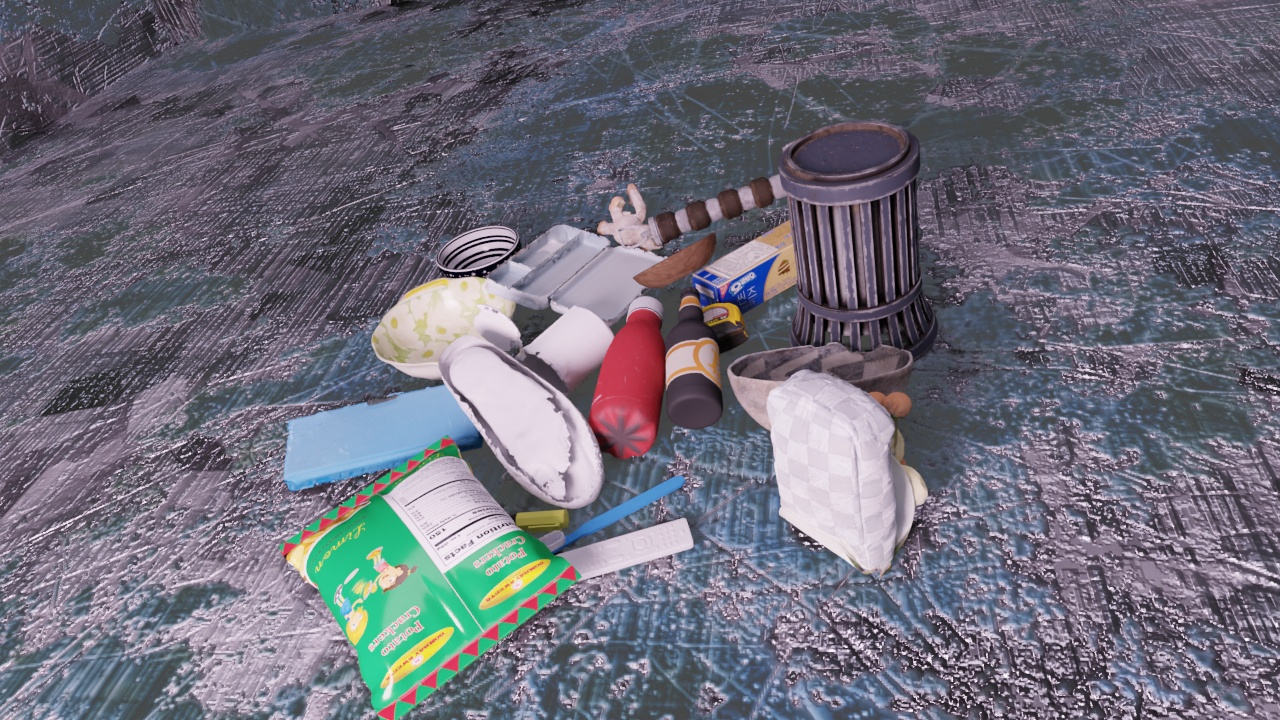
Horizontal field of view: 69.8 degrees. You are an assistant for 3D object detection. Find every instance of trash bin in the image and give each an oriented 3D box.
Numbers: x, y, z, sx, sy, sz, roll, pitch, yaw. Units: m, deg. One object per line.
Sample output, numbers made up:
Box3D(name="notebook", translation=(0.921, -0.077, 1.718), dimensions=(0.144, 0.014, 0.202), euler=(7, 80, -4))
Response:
Box3D(name="trash bin", translation=(0.230, -0.124, 0.982), dimensions=(0.164, 0.228, 0.164), euler=(-10, 36, 7))

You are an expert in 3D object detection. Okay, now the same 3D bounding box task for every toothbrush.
Box3D(name="toothbrush", translation=(-0.030, 0.150, 0.894), dimensions=(0.166, 0.014, 0.016), euler=(-26, 37, -15))

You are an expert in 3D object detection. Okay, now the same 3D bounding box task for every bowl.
Box3D(name="bowl", translation=(-0.220, -0.132, 1.296), dimensions=(0.120, 0.066, 0.120), euler=(-10, 36, 7))
Box3D(name="bowl", translation=(0.176, 0.037, 0.897), dimensions=(0.178, 0.081, 0.178), euler=(-6, 9, 1))
Box3D(name="bowl", translation=(0.048, -0.118, 1.141), dimensions=(0.118, 0.030, 0.118), euler=(-29, 4, 2))
Box3D(name="bowl", translation=(-0.243, -0.032, 1.176), dimensions=(0.188, 0.060, 0.219), euler=(-25, 38, -14))

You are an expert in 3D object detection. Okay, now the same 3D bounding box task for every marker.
Box3D(name="marker", translation=(-0.132, 0.162, 0.911), dimensions=(0.124, 0.017, 0.021), euler=(-6, 36, 14))

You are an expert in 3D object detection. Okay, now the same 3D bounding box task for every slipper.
Box3D(name="slipper", translation=(-0.125, 0.068, 0.969), dimensions=(0.247, 0.074, 0.112), euler=(41, 96, 33))

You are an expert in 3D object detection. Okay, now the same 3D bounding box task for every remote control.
Box3D(name="remote control", translation=(-0.016, 0.178, 0.851), dimensions=(0.131, 0.012, 0.033), euler=(-16, 38, -1))

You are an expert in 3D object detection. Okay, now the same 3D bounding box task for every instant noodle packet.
Box3D(name="instant noodle packet", translation=(-0.202, 0.185, 0.843), dimensions=(0.195, 0.090, 0.253), euler=(-35, 44, -20))

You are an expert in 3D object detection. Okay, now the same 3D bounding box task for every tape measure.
Box3D(name="tape measure", translation=(0.091, -0.036, 1.078), dimensions=(0.066, 0.037, 0.064), euler=(-25, 40, 9))

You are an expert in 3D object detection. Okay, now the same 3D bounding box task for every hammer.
Box3D(name="hammer", translation=(0.128, -0.212, 1.224), dimensions=(0.326, 0.079, 0.176), euler=(-19, 1, 9))

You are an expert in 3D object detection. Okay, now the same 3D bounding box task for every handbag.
Box3D(name="handbag", translation=(0.177, 0.081, 0.775), dimensions=(0.123, 0.172, 0.112), euler=(-32, 39, -22))

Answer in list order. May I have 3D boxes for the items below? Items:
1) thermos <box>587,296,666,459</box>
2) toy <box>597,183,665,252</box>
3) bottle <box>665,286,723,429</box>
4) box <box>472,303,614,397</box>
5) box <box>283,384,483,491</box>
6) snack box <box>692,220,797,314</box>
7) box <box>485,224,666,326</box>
Box3D(name="thermos", translation=(-0.006, 0.006, 1.027), dimensions=(0.073, 0.073, 0.239), euler=(-6, 36, 13))
Box3D(name="toy", translation=(-0.002, -0.192, 1.294), dimensions=(0.106, 0.085, 0.074), euler=(36, 24, 26))
Box3D(name="bottle", translation=(0.057, -0.012, 1.013), dimensions=(0.059, 0.059, 0.181), euler=(-8, 47, 10))
Box3D(name="box", translation=(-0.111, -0.035, 1.073), dimensions=(0.106, 0.150, 0.081), euler=(-48, 7, -34))
Box3D(name="box", translation=(-0.291, 0.089, 1.058), dimensions=(0.231, 0.052, 0.093), euler=(-14, 52, 3))
Box3D(name="snack box", translation=(0.165, -0.121, 1.152), dimensions=(0.206, 0.057, 0.056), euler=(-30, 35, -20))
Box3D(name="box", translation=(-0.077, -0.114, 1.204), dimensions=(0.189, 0.037, 0.208), euler=(21, 36, 13))
